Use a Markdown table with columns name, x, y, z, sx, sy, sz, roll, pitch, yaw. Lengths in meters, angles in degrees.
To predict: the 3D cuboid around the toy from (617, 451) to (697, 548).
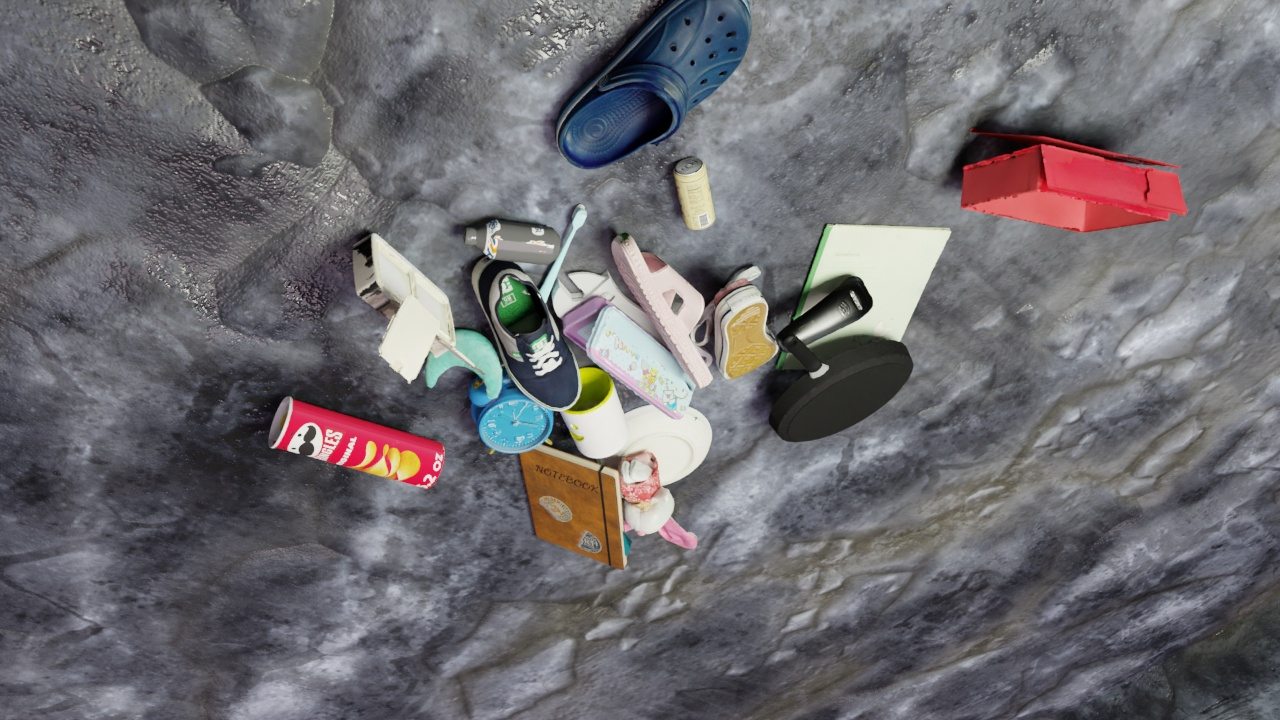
| name | x | y | z | sx | sy | sz | roll | pitch | yaw |
| --- | --- | --- | --- | --- | --- | --- | --- | --- | --- |
| toy | 0.006 | 0.213 | 1.378 | 0.159 | 0.084 | 0.194 | 9 | 137 | 17 |

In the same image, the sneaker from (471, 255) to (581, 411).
| name | x | y | z | sx | sy | sz | roll | pitch | yaw |
| --- | --- | --- | --- | --- | --- | --- | --- | --- | --- |
| sneaker | -0.131 | -0.019 | 1.136 | 0.084 | 0.079 | 0.235 | -33 | 125 | -13 |

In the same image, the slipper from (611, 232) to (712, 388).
| name | x | y | z | sx | sy | sz | roll | pitch | yaw |
| --- | --- | --- | --- | --- | --- | --- | --- | --- | --- |
| slipper | 0.041 | -0.070 | 1.150 | 0.064 | 0.094 | 0.239 | -34 | 121 | -5 |

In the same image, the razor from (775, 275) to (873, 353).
| name | x | y | z | sx | sy | sz | roll | pitch | yaw |
| --- | --- | --- | --- | --- | --- | --- | --- | --- | --- |
| razor | 0.241 | -0.057 | 1.215 | 0.151 | 0.067 | 0.054 | -32 | 95 | -10 |

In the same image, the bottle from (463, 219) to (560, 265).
| name | x | y | z | sx | sy | sz | roll | pitch | yaw |
| --- | --- | --- | --- | --- | --- | --- | --- | --- | --- |
| bottle | -0.150 | -0.139 | 1.075 | 0.112 | 0.047 | 0.047 | 4 | 131 | -19 |

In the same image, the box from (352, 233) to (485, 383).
| name | x | y | z | sx | sy | sz | roll | pitch | yaw |
| --- | --- | --- | --- | --- | --- | --- | --- | --- | --- |
| box | -0.245 | -0.051 | 1.032 | 0.069 | 0.191 | 0.143 | -31 | 140 | 13 |

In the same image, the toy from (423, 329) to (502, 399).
| name | x | y | z | sx | sy | sz | roll | pitch | yaw |
| --- | --- | --- | --- | --- | --- | --- | --- | --- | --- |
| toy | -0.226 | 0.002 | 1.179 | 0.105 | 0.033 | 0.085 | 10 | 104 | 9 |

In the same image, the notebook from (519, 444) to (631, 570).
| name | x | y | z | sx | sy | sz | roll | pitch | yaw |
| --- | --- | --- | --- | --- | --- | --- | --- | --- | --- |
| notebook | -0.093 | 0.229 | 1.393 | 0.178 | 0.014 | 0.250 | 17 | 137 | 20 |

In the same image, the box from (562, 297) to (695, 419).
| name | x | y | z | sx | sy | sz | roll | pitch | yaw |
| --- | --- | --- | --- | --- | --- | --- | --- | --- | --- |
| box | -0.004 | -0.003 | 1.209 | 0.077 | 0.096 | 0.214 | -48 | 134 | 4 |

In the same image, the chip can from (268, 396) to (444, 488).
| name | x | y | z | sx | sy | sz | roll | pitch | yaw |
| --- | --- | --- | --- | --- | --- | --- | --- | --- | --- |
| chip can | -0.378 | 0.114 | 1.239 | 0.220 | 0.069 | 0.069 | 22 | 124 | -32 |

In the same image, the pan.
| name | x | y | z | sx | sy | sz | roll | pitch | yaw |
| --- | --- | --- | --- | --- | --- | --- | --- | --- | --- |
| pan | 0.265 | 0.032 | 1.282 | 0.226 | 0.034 | 0.356 | -34 | 151 | 14 |

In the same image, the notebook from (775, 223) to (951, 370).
| name | x | y | z | sx | sy | sz | roll | pitch | yaw |
| --- | --- | --- | --- | --- | --- | --- | --- | --- | --- |
| notebook | 0.304 | -0.081 | 1.278 | 0.181 | 0.010 | 0.253 | 0 | 132 | -14 |

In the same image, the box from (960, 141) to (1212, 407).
| name | x | y | z | sx | sy | sz | roll | pitch | yaw |
| --- | --- | --- | --- | --- | --- | --- | --- | --- | --- |
| box | 0.513 | -0.097 | 1.070 | 0.213 | 0.325 | 0.153 | 5 | 163 | -21 |

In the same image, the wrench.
| name | x | y | z | sx | sy | sz | roll | pitch | yaw |
| --- | --- | --- | --- | --- | --- | --- | --- | --- | --- |
| wrench | -0.006 | -0.043 | 1.227 | 0.087 | 0.018 | 0.273 | -40 | 131 | 22 |

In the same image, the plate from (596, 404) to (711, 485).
| name | x | y | z | sx | sy | sz | roll | pitch | yaw |
| --- | --- | --- | --- | --- | --- | --- | --- | --- | --- |
| plate | 0.024 | 0.140 | 1.395 | 0.182 | 0.034 | 0.183 | -7 | 134 | -8 |

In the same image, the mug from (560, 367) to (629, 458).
| name | x | y | z | sx | sy | sz | roll | pitch | yaw |
| --- | --- | --- | --- | --- | --- | --- | --- | --- | --- |
| mug | -0.065 | 0.073 | 1.275 | 0.082 | 0.082 | 0.106 | -18 | 135 | 2 |

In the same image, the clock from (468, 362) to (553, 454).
| name | x | y | z | sx | sy | sz | roll | pitch | yaw |
| --- | --- | --- | --- | --- | --- | --- | --- | --- | --- |
| clock | -0.175 | 0.059 | 1.248 | 0.116 | 0.060 | 0.162 | -9 | 132 | -5 |

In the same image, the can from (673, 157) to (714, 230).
| name | x | y | z | sx | sy | sz | roll | pitch | yaw |
| --- | --- | --- | --- | --- | --- | --- | --- | --- | --- |
| can | 0.064 | -0.197 | 1.084 | 0.038 | 0.038 | 0.079 | -16 | 135 | 0 |

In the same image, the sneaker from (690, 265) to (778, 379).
| name | x | y | z | sx | sy | sz | roll | pitch | yaw |
| --- | --- | --- | --- | --- | --- | --- | --- | --- | --- |
| sneaker | 0.124 | -0.051 | 1.208 | 0.118 | 0.087 | 0.241 | -29 | 156 | -4 |

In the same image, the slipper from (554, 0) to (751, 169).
| name | x | y | z | sx | sy | sz | roll | pitch | yaw |
| --- | --- | --- | --- | --- | --- | --- | --- | --- | --- |
| slipper | 0.018 | -0.280 | 0.957 | 0.253 | 0.095 | 0.105 | -35 | 129 | 23 |

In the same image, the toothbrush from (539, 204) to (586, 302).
| name | x | y | z | sx | sy | sz | roll | pitch | yaw |
| --- | --- | --- | --- | --- | --- | --- | --- | --- | --- |
| toothbrush | -0.104 | -0.117 | 1.132 | 0.016 | 0.016 | 0.181 | 10 | 131 | -25 |
